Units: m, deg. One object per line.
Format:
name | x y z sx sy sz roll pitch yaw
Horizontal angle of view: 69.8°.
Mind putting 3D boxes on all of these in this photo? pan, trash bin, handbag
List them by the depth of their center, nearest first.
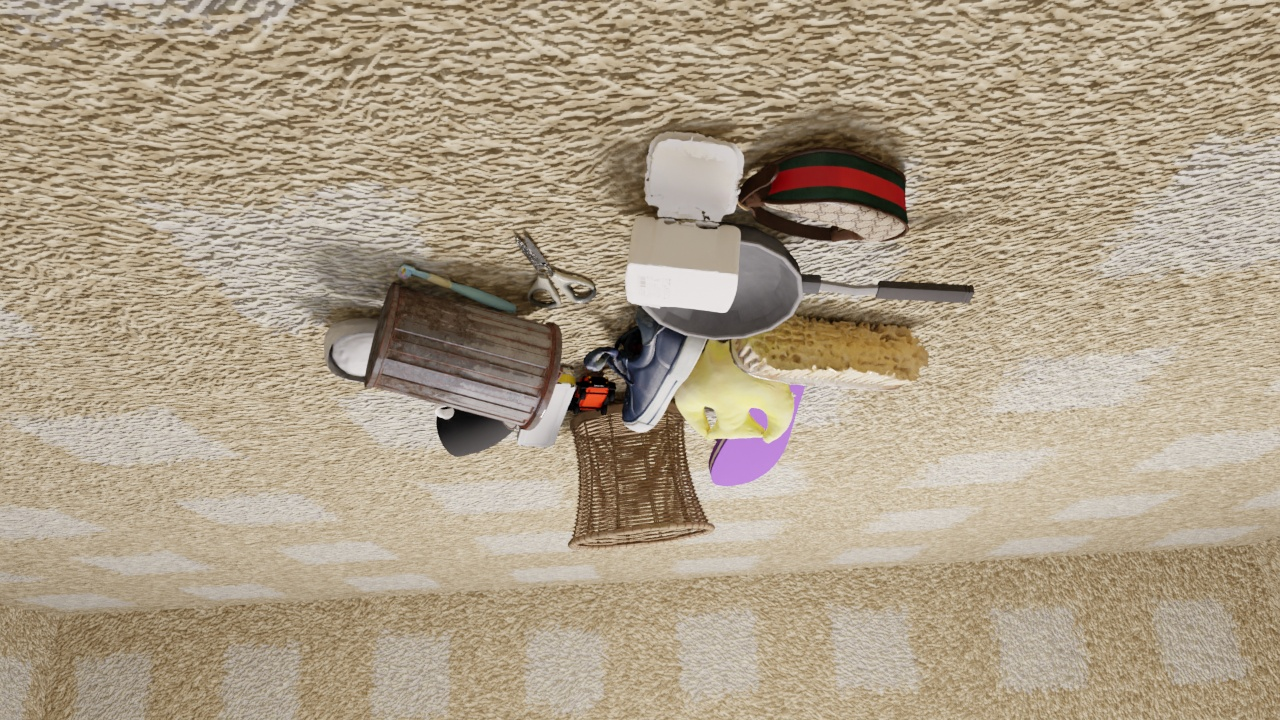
handbag | 0.170 -0.148 0.876 0.166 0.063 0.139 9 165 -36
pan | 0.174 -0.084 0.986 0.357 0.041 0.179 3 147 3
trash bin | -0.194 -0.002 1.052 0.211 0.130 0.131 15 152 -21

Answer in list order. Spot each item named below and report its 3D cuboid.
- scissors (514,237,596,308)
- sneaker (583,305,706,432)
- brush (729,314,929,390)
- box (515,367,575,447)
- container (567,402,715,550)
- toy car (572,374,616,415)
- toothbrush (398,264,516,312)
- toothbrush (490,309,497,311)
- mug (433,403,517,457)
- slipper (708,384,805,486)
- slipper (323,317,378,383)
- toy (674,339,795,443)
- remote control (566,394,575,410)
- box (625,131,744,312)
scissors | -0.093 -0.098 1.017 0.131 0.012 0.170 2 155 -17
sneaker | -0.007 0.007 1.195 0.127 0.120 0.295 22 152 -2
brush | 0.244 -0.009 1.184 0.271 0.083 0.057 6 156 -20
box | -0.143 0.073 1.355 0.064 0.033 0.210 6 148 -12
container | -0.009 0.184 1.443 0.227 0.196 0.227 -6 163 -2
toy car | -0.069 0.046 1.318 0.051 0.048 0.100 3 157 -13
toothbrush | -0.203 -0.079 1.040 0.154 0.016 0.022 19 141 -42
toothbrush | -0.156 -0.028 1.173 0.016 0.014 0.166 -10 157 15
mug | -0.245 0.083 1.349 0.100 0.084 0.119 -17 145 20
slipper | 0.172 0.081 1.410 0.107 0.084 0.267 1 137 -14
slipper | -0.274 -0.001 1.149 0.246 0.074 0.112 9 124 -32
toy | 0.123 0.040 1.226 0.171 0.155 0.064 1 -154 27
remote control | -0.128 0.063 1.392 0.152 0.020 0.041 -2 157 0
box | 0.042 -0.114 0.853 0.110 0.083 0.191 5 143 0
